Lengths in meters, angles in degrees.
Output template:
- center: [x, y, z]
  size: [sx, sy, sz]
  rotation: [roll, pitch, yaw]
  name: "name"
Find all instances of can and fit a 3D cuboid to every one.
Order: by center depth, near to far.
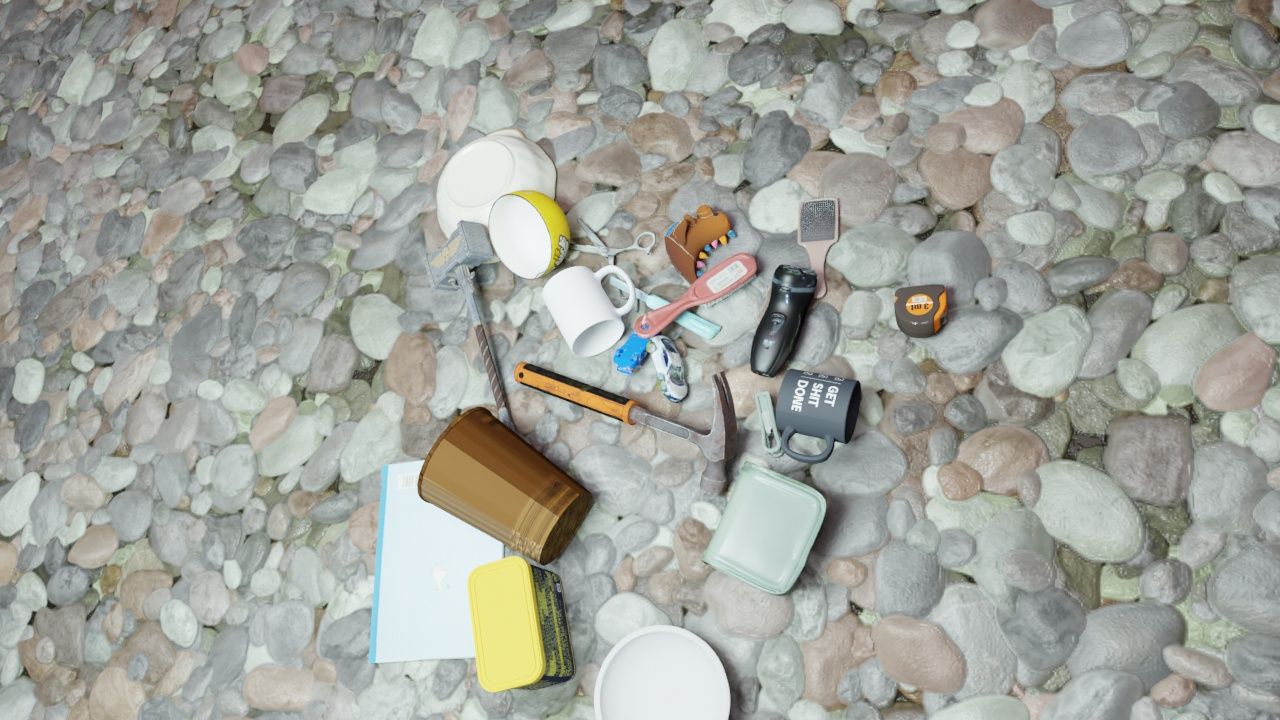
- center: [-0.131, 0.298, 1.029]
  size: [0.075, 0.104, 0.135]
  rotation: [-18, 65, 12]
  name: "can"

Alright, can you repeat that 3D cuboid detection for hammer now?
- center: [-0.025, 0.045, 1.104]
  size: [0.315, 0.034, 0.138]
  rotation: [18, 111, 31]
  name: "hammer"
- center: [-0.207, -0.023, 1.208]
  size: [0.099, 0.044, 0.321]
  rotation: [-34, 66, 36]
  name: "hammer"

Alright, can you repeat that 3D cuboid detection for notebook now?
- center: [-0.253, 0.243, 1.148]
  size: [0.181, 0.009, 0.253]
  rotation: [-8, 68, 16]
  name: "notebook"

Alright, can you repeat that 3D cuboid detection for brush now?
- center: [0.216, -0.140, 1.120]
  size: [0.050, 0.015, 0.135]
  rotation: [-3, 69, 20]
  name: "brush"
- center: [0.069, -0.075, 1.130]
  size: [0.172, 0.030, 0.041]
  rotation: [-32, 63, -3]
  name: "brush"

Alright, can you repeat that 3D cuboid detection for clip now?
- center: [0.148, 0.074, 1.057]
  size: [0.023, 0.042, 0.075]
  rotation: [-15, 64, 16]
  name: "clip"

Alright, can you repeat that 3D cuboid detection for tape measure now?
- center: [0.319, -0.054, 1.039]
  size: [0.058, 0.038, 0.058]
  rotation: [-6, 55, 17]
  name: "tape measure"

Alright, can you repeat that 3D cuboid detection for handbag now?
- center: [0.137, 0.184, 0.996]
  size: [0.106, 0.067, 0.121]
  rotation: [23, 79, 17]
  name: "handbag"

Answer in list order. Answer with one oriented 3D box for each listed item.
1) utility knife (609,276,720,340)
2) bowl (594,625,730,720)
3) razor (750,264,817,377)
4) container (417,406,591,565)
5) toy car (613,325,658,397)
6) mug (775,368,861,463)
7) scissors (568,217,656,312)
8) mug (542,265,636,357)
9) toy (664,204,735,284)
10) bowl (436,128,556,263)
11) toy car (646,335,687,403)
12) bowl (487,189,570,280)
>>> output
- center: [0.026, -0.070, 1.157]
  size: [0.166, 0.015, 0.022]
  rotation: [29, 83, 21]
  name: "utility knife"
- center: [0.027, 0.362, 0.981]
  size: [0.150, 0.043, 0.149]
  rotation: [-7, 68, 17]
  name: "bowl"
- center: [0.164, -0.049, 1.076]
  size: [0.053, 0.064, 0.140]
  rotation: [15, 75, 25]
  name: "razor"
- center: [-0.154, 0.153, 1.081]
  size: [0.167, 0.132, 0.132]
  rotation: [30, 82, 17]
  name: "container"
- center: [-0.006, 0.006, 1.148]
  size: [0.033, 0.062, 0.091]
  rotation: [16, 47, 27]
  name: "toy car"
- center: [0.193, 0.065, 1.015]
  size: [0.077, 0.071, 0.104]
  rotation: [11, 64, 23]
  name: "mug"
- center: [-0.044, -0.129, 1.213]
  size: [0.142, 0.014, 0.158]
  rotation: [-10, 72, 23]
  name: "scissors"
- center: [-0.058, -0.072, 1.161]
  size: [0.110, 0.074, 0.090]
  rotation: [-33, 63, 5]
  name: "mug"
- center: [0.081, -0.141, 1.161]
  size: [0.090, 0.071, 0.103]
  rotation: [-28, 85, -6]
  name: "toy"
- center: [-0.216, -0.247, 1.295]
  size: [0.189, 0.060, 0.219]
  rotation: [-5, 68, 18]
  name: "bowl"
- center: [0.035, 0.008, 1.113]
  size: [0.027, 0.038, 0.089]
  rotation: [-32, 61, 30]
  name: "toy car"
- center: [-0.139, -0.173, 1.220]
  size: [0.117, 0.117, 0.067]
  rotation: [29, 39, 27]
  name: "bowl"
